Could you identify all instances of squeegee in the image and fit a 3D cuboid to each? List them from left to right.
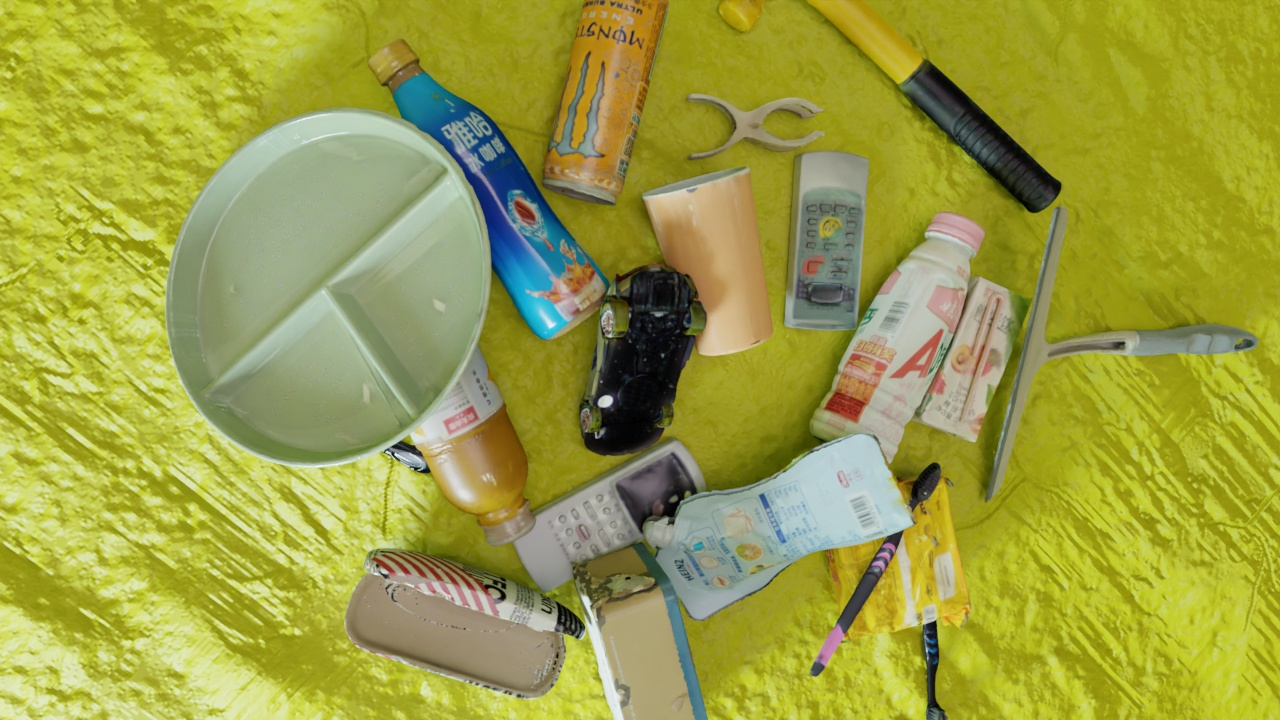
[{"bbox_3d":[0.400,-0.013,0.753,0.246,0.039,0.247,-5,115,-17],"label":"squeegee"}]

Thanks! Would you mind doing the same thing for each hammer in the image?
[{"bbox_3d":[0.206,-0.218,0.693,0.300,0.033,0.129,38,89,-13],"label":"hammer"}]

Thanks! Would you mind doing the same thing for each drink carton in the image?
[{"bbox_3d":[0.256,-0.002,0.720,0.053,0.045,0.122,22,91,-12],"label":"drink carton"}]

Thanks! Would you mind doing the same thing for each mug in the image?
[{"bbox_3d":[0.054,-0.070,0.660,0.078,0.078,0.123,-18,105,-9],"label":"mug"}]

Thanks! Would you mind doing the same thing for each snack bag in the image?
[{"bbox_3d":[0.099,0.123,0.675,0.191,0.038,0.110,-25,127,14],"label":"snack bag"}]

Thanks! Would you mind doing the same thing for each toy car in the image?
[{"bbox_3d":[-0.004,0.004,0.649,0.070,0.042,0.158,-1,126,-24],"label":"toy car"}]

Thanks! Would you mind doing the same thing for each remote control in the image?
[{"bbox_3d":[-0.022,0.115,0.689,0.150,0.021,0.058,-28,102,-7],"label":"remote control"},{"bbox_3d":[0.142,-0.091,0.700,0.056,0.019,0.135,2,96,-12],"label":"remote control"}]

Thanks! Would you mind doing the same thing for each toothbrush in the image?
[{"bbox_3d":[0.178,0.160,0.695,0.014,0.017,0.189,30,93,4],"label":"toothbrush"},{"bbox_3d":[0.241,0.227,0.759,0.014,0.016,0.189,-7,97,-12],"label":"toothbrush"}]

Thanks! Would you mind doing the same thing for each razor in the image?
[{"bbox_3d":[-0.209,0.047,0.642,0.142,0.022,0.043,23,117,-16],"label":"razor"}]

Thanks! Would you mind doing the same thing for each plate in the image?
[{"bbox_3d":[-0.198,-0.047,0.583,0.230,0.027,0.230,-2,82,14],"label":"plate"}]

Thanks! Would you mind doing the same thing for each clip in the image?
[{"bbox_3d":[0.083,-0.173,0.674,0.100,0.034,0.072,-4,98,-3],"label":"clip"}]

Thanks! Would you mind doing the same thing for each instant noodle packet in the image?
[{"bbox_3d":[0.199,0.156,0.726,0.111,0.044,0.128,-10,95,-1],"label":"instant noodle packet"}]

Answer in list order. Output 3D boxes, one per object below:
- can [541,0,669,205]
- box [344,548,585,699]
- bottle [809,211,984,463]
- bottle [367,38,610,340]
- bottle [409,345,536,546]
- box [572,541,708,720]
[{"bbox_3d":[-0.025,-0.185,0.635,0.058,0.058,0.146,14,93,-13],"label":"can"},{"bbox_3d":[-0.125,0.189,0.649,0.162,0.075,0.086,20,90,-13],"label":"box"},{"bbox_3d":[0.200,-0.018,0.698,0.068,0.068,0.197,28,88,-13],"label":"bottle"},{"bbox_3d":[-0.105,-0.116,0.622,0.065,0.065,0.218,-37,102,-6],"label":"bottle"},{"bbox_3d":[-0.127,0.038,0.634,0.068,0.068,0.189,-25,101,-8],"label":"bottle"},{"bbox_3d":[0.005,0.230,0.667,0.062,0.090,0.184,-19,109,-11],"label":"box"}]
